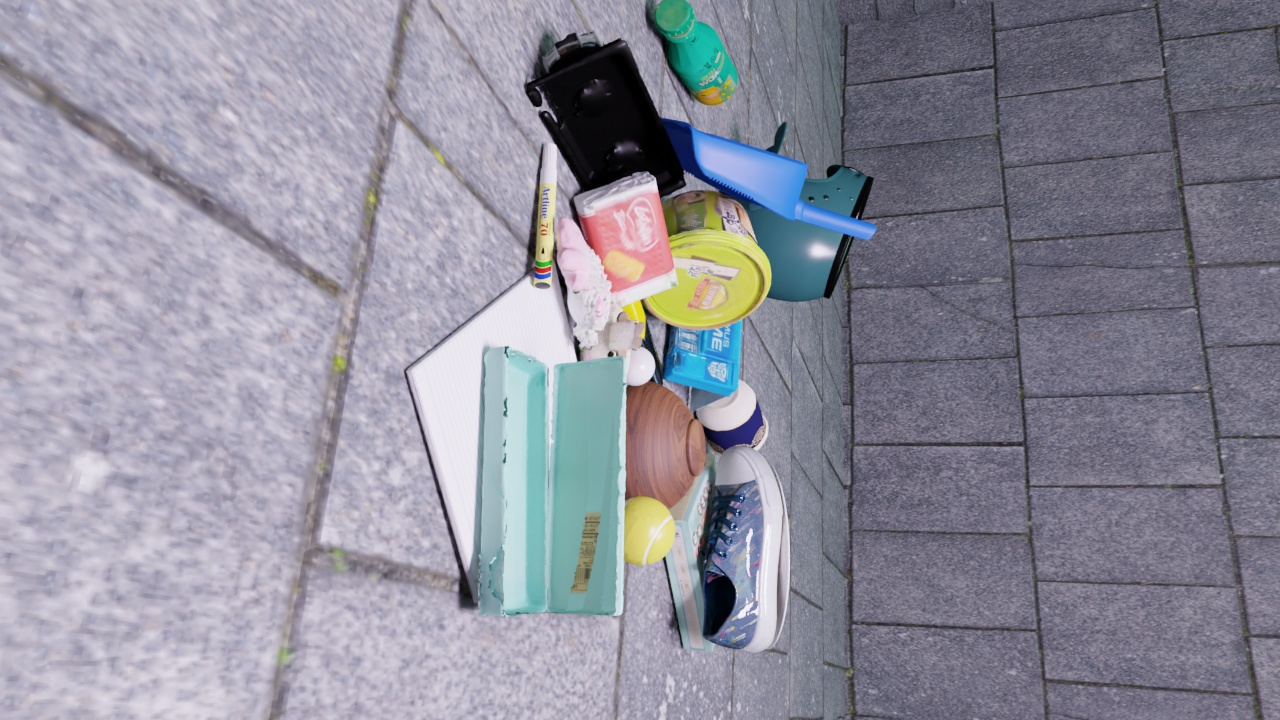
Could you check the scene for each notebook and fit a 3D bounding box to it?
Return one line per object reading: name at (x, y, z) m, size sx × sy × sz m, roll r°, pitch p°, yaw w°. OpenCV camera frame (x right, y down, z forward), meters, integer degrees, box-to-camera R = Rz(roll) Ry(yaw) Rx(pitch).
notebook at (-0.092, 0.041, 0.702) m, size 0.245 × 0.013 × 0.178 m, roll -55°, pitch 137°, yaw -62°

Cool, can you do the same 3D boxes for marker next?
marker at (-0.077, -0.121, 0.754) m, size 0.014 × 0.014 × 0.132 m, roll 49°, pitch 37°, yaw -61°

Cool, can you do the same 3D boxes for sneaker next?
sneaker at (0.106, 0.211, 1.045) m, size 0.079 × 0.088 × 0.235 m, roll 11°, pitch 72°, yaw -36°

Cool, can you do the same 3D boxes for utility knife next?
utility knife at (0.003, -0.020, 0.986) m, size 0.173 × 0.020 × 0.028 m, roll 68°, pitch 28°, yaw -42°

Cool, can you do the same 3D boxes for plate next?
plate at (0.139, 0.239, 1.140) m, size 0.229 × 0.030 × 0.229 m, roll -179°, pitch -88°, yaw -83°

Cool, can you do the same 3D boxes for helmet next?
helmet at (0.227, -0.222, 1.397) m, size 0.177 × 0.200 × 0.274 m, roll 86°, pitch 27°, yaw -61°

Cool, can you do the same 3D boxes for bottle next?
bottle at (0.069, -0.390, 1.155) m, size 0.209 × 0.068 × 0.068 m, roll 19°, pitch 69°, yaw -70°

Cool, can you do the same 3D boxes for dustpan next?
dustpan at (0.132, -0.185, 0.947) m, size 0.245 × 0.257 × 0.059 m, roll -125°, pitch -130°, yaw -69°

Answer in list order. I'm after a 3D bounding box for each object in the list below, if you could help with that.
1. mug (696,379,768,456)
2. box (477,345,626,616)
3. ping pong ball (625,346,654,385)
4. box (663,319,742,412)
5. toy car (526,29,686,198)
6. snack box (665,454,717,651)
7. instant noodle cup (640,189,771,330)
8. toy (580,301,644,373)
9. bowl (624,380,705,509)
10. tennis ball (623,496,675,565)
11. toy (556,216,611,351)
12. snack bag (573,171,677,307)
mug at (0.113, 0.063, 1.227) m, size 0.111 × 0.085 × 0.089 m, roll 56°, pitch -5°, yaw 44°
box at (-0.054, 0.084, 0.644) m, size 0.077 × 0.093 × 0.188 m, roll 35°, pitch 52°, yaw -66°
ping pong ball at (-0.005, 0.005, 0.922) m, size 0.040 × 0.040 × 0.040 m, roll -2°, pitch 89°, yaw -72°
box at (0.071, -0.065, 1.169) m, size 0.115 × 0.094 × 0.243 m, roll 137°, pitch -36°, yaw -58°
toy car at (-0.033, -0.220, 0.834) m, size 0.192 × 0.094 × 0.071 m, roll 53°, pitch 13°, yaw -57°
snack box at (0.072, 0.232, 1.118) m, size 0.141 × 0.044 × 0.194 m, roll -58°, pitch 142°, yaw -58°
instant noodle cup at (0.067, -0.114, 1.009) m, size 0.146 × 0.146 × 0.097 m, roll 65°, pitch 18°, yaw -48°
toy at (-0.029, -0.011, 0.830) m, size 0.112 × 0.050 × 0.087 m, roll 112°, pitch -16°, yaw -69°
bowl at (0.031, 0.093, 0.974) m, size 0.147 × 0.069 × 0.147 m, roll -2°, pitch 90°, yaw -72°
tennis ball at (0.001, 0.163, 0.879) m, size 0.065 × 0.065 × 0.065 m, roll -2°, pitch 89°, yaw -72°
toy at (-0.048, -0.071, 0.776) m, size 0.109 × 0.041 × 0.095 m, roll 71°, pitch 10°, yaw -56°
snack bag at (-0.013, -0.111, 0.862) m, size 0.036 × 0.077 × 0.116 m, roll -130°, pitch -158°, yaw -57°
